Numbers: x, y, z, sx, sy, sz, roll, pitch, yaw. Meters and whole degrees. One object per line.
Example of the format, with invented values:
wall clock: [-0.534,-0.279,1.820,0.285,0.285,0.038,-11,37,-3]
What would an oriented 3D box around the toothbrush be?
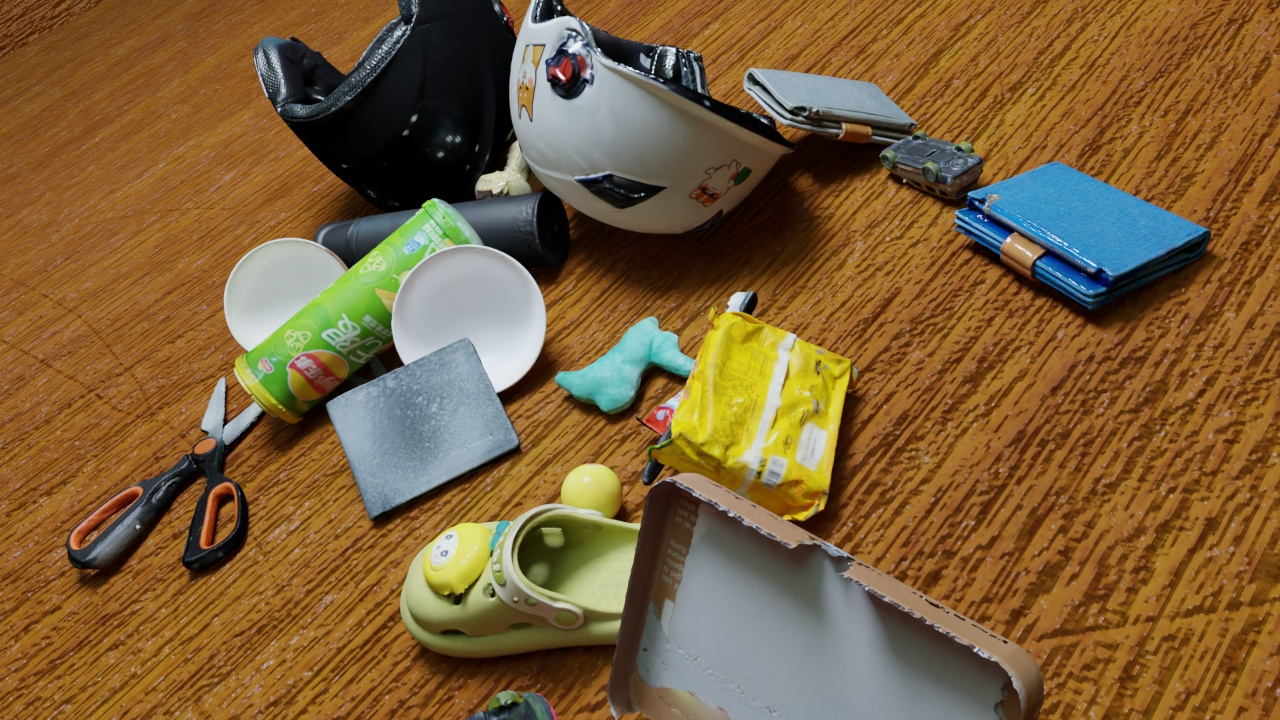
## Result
toothbrush: [0.040,0.014,0.620,0.018,0.016,0.180,8,48,29]

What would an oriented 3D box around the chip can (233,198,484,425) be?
chip can: [-0.228,-0.043,0.763,0.221,0.072,0.072,-40,43,-3]

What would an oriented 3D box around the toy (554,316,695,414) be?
toy: [-0.004,0.004,0.681,0.096,0.030,0.091,26,62,34]

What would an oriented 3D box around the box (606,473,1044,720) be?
box: [0.032,0.200,0.377,0.179,0.130,0.272,23,84,39]

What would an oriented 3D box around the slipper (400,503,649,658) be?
slipper: [-0.059,0.119,0.545,0.191,0.082,0.091,-5,41,15]

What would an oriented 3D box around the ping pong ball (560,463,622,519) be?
ping pong ball: [-0.031,0.087,0.595,0.040,0.040,0.040,-12,42,11]

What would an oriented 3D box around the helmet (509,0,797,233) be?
helmet: [-0.011,-0.193,0.781,0.157,0.229,0.274,-57,48,23]

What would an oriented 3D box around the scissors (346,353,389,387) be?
scissors: [-0.200,0.035,0.744,0.163,0.014,0.165,-6,43,16]

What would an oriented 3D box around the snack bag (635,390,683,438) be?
snack bag: [0.046,0.026,0.637,0.105,0.026,0.045,-37,40,-19]

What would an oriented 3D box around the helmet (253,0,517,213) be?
helmet: [-0.231,-0.280,0.932,0.234,0.230,0.273,-18,30,26]

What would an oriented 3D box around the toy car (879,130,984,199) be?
toy car: [0.234,-0.159,0.745,0.042,0.035,0.090,-31,36,-12]

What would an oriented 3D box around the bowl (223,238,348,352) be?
bowl: [-0.308,-0.048,0.828,0.113,0.113,0.062,-29,-2,-8]

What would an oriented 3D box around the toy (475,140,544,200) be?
toy: [-0.103,-0.193,0.916,0.156,0.066,0.105,-47,14,-31]

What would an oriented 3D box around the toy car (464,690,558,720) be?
toy car: [-0.094,0.219,0.478,0.120,0.045,0.053,-28,43,1]

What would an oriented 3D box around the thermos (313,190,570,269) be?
thermos: [-0.186,-0.118,0.860,0.243,0.068,0.089,-2,38,22]

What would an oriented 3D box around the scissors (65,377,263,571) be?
scissors: [-0.358,0.093,0.749,0.220,0.022,0.225,-38,45,-25]

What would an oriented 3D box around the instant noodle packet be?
instant noodle packet: [0.074,0.034,0.582,0.111,0.044,0.128,23,53,3]

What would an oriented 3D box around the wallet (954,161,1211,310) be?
wallet: [0.304,-0.091,0.642,0.106,0.040,0.133,-24,40,-15]

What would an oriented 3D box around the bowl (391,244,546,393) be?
bowl: [-0.133,-0.030,0.734,0.118,0.118,0.065,-24,1,-2]

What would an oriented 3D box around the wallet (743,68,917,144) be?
wallet: [0.167,-0.219,0.807,0.129,0.037,0.106,1,38,-21]

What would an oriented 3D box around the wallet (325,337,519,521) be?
wallet: [-0.160,0.049,0.677,0.121,0.019,0.097,-26,74,-5]
